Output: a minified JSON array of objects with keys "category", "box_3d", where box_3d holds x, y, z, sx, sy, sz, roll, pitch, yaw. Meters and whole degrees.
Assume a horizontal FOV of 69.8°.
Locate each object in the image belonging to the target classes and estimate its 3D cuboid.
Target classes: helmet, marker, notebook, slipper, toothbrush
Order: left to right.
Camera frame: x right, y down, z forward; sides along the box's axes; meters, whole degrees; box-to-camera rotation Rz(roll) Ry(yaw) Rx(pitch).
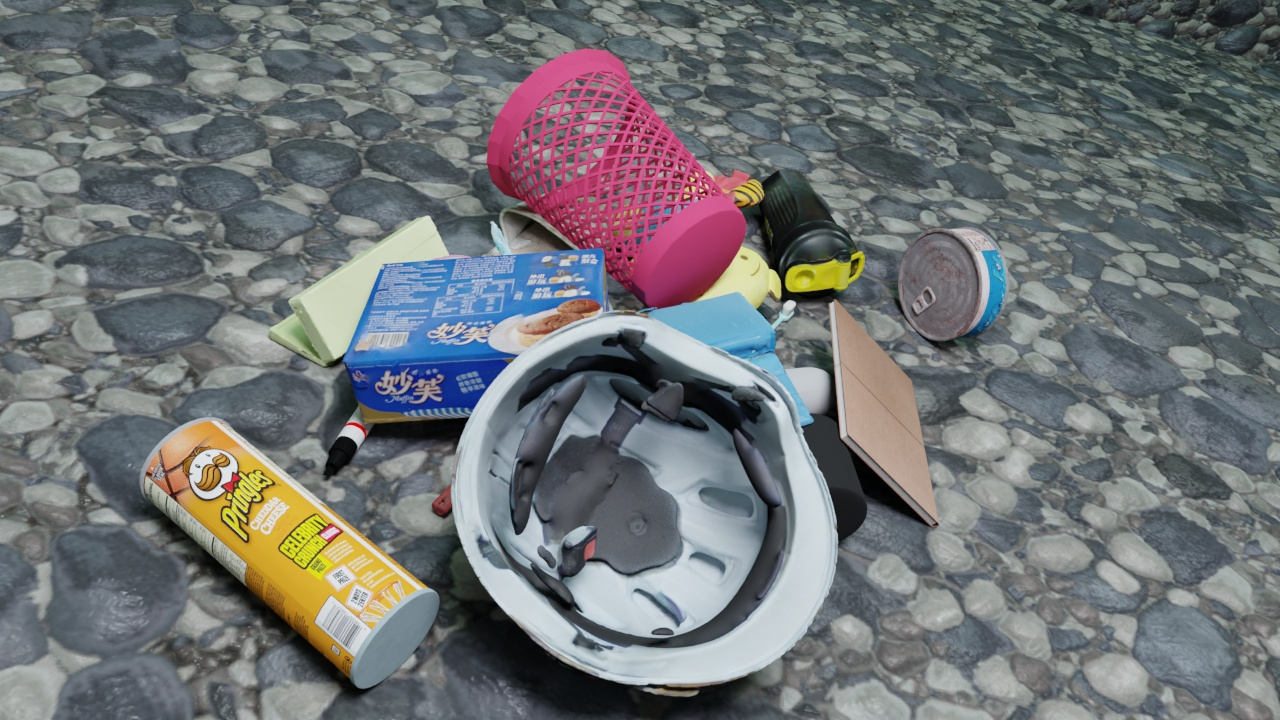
[{"category":"marker","box_3d":[-0.233,0.048,0.775,0.019,0.019,0.145,17,38,0]},{"category":"toothbrush","box_3d":[-0.117,0.072,0.792,0.016,0.016,0.189,25,40,14]},{"category":"slipper","box_3d":[-0.109,-0.124,1.007,0.114,0.054,0.271,31,42,7]},{"category":"helmet","box_3d":[-0.002,0.106,0.662,0.264,0.164,0.236,31,75,-1]},{"category":"toothbrush","box_3d":[0.128,-0.022,0.994,0.016,0.017,0.180,31,41,16]},{"category":"notebook","box_3d":[0.235,0.045,0.895,0.141,0.008,0.208,42,32,-22]}]

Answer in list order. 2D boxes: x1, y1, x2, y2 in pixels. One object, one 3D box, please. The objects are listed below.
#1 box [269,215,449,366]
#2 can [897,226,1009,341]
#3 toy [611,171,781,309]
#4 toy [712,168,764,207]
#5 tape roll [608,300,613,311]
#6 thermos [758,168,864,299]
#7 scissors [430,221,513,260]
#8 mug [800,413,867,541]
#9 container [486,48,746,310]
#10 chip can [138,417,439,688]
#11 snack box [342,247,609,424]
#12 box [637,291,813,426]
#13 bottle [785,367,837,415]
[{"category":"box","box_3d":[-0.257,-0.065,0.880,0.077,0.091,0.187,50,39,-8]},{"category":"can","box_3d":[0.360,-0.089,1.065,0.044,0.130,0.130,-6,44,-26]},{"category":"toy","box_3d":[0.060,-0.108,1.016,0.148,0.084,0.214,-24,53,-13]},{"category":"toy","box_3d":[0.105,-0.212,1.171,0.103,0.046,0.084,-4,33,14]},{"category":"tape roll","box_3d":[-0.072,-0.044,0.923,0.093,0.018,0.093,11,57,-18]},{"category":"thermos","box_3d":[0.200,-0.158,1.126,0.098,0.098,0.220,7,34,-11]},{"category":"scissors","box_3d":[-0.132,-0.077,0.904,0.170,0.013,0.172,-15,55,-25]},{"category":"mug","box_3d":[0.130,0.108,0.797,0.113,0.078,0.087,-14,40,6]},{"category":"container","box_3d":[-0.015,-0.169,0.920,0.182,0.184,0.225,-21,58,-38]},{"category":"chip can","box_3d":[-0.243,0.127,0.630,0.215,0.075,0.075,32,41,19]},{"category":"snack box","box_3d":[-0.130,-0.024,0.786,0.203,0.069,0.154,-4,35,1]},{"category":"box","box_3d":[0.016,0.014,0.815,0.231,0.048,0.176,-14,43,-14]},{"category":"bottle","box_3d":[0.144,0.035,0.900,0.195,0.053,0.052,-5,43,-25]}]
